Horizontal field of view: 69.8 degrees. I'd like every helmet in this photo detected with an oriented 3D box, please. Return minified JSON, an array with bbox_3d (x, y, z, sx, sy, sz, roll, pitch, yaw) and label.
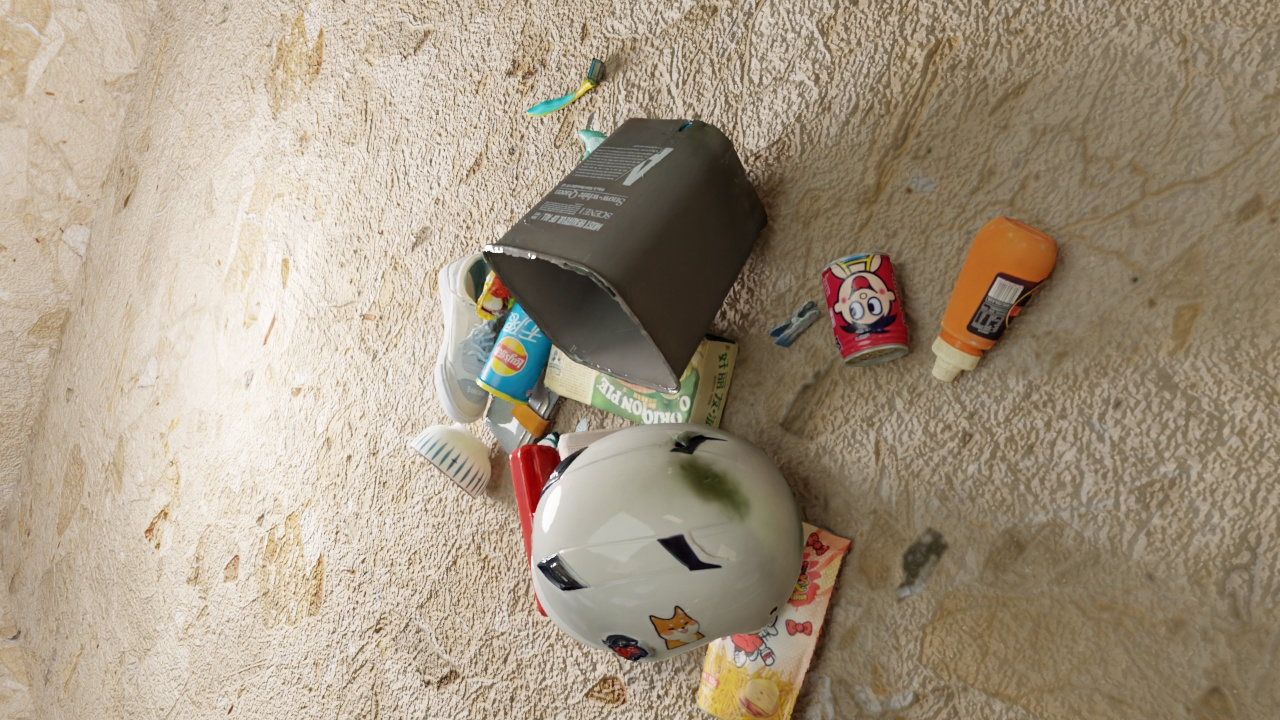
[{"bbox_3d":[0.015,0.152,0.860,0.274,0.157,0.229,-4,57,7],"label":"helmet"}]

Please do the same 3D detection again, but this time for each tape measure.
[{"bbox_3d":[-0.114,0.126,1.164,0.055,0.025,0.058,-41,58,31],"label":"tape measure"}]

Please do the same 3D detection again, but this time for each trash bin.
[{"bbox_3d":[-0.003,-0.118,0.939,0.199,0.199,0.219,18,65,43],"label":"trash bin"}]

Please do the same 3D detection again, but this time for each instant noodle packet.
[{"bbox_3d":[-0.161,-0.110,1.182,0.044,0.128,0.111,31,109,0],"label":"instant noodle packet"}]

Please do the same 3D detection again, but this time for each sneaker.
[{"bbox_3d":[-0.222,-0.035,1.250,0.091,0.089,0.242,-21,65,35],"label":"sneaker"}]

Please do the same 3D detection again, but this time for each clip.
[{"bbox_3d":[0.159,-0.037,0.932,0.058,0.026,0.037,-45,49,25],"label":"clip"}]

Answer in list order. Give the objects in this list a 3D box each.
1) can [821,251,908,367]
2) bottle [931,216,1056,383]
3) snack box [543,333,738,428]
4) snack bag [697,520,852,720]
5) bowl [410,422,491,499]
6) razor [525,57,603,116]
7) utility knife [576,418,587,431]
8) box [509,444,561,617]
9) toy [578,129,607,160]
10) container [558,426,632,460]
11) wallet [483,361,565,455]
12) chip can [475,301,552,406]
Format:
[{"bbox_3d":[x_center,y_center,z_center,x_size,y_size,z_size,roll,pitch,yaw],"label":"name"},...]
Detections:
[{"bbox_3d":[0.210,-0.046,0.855,0.067,0.066,0.093,-22,71,39],"label":"can"},{"bbox_3d":[0.293,-0.046,0.785,0.067,0.066,0.150,42,120,38],"label":"bottle"},{"bbox_3d":[-0.006,0.006,1.053,0.240,0.063,0.114,16,96,43],"label":"snack box"},{"bbox_3d":[0.125,0.254,0.909,0.129,0.073,0.208,15,87,44],"label":"snack bag"},{"bbox_3d":[-0.246,0.127,1.238,0.116,0.116,0.066,27,72,42],"label":"bowl"},{"bbox_3d":[-0.101,-0.350,1.209,0.133,0.028,0.043,-20,48,36],"label":"razor"},{"bbox_3d":[-0.073,0.163,1.124,0.031,0.019,0.182,-6,87,37],"label":"utility knife"},{"bbox_3d":[-0.075,0.187,1.063,0.100,0.094,0.201,-21,75,27],"label":"box"},{"bbox_3d":[-0.052,-0.238,1.146,0.096,0.030,0.092,23,95,29],"label":"toy"},{"bbox_3d":[-0.040,0.137,1.018,0.090,0.090,0.111,118,146,-74],"label":"container"},{"bbox_3d":[-0.154,0.058,1.202,0.106,0.037,0.130,46,115,37],"label":"wallet"},{"bbox_3d":[-0.128,-0.051,1.143,0.071,0.071,0.210,30,94,41],"label":"chip can"}]
